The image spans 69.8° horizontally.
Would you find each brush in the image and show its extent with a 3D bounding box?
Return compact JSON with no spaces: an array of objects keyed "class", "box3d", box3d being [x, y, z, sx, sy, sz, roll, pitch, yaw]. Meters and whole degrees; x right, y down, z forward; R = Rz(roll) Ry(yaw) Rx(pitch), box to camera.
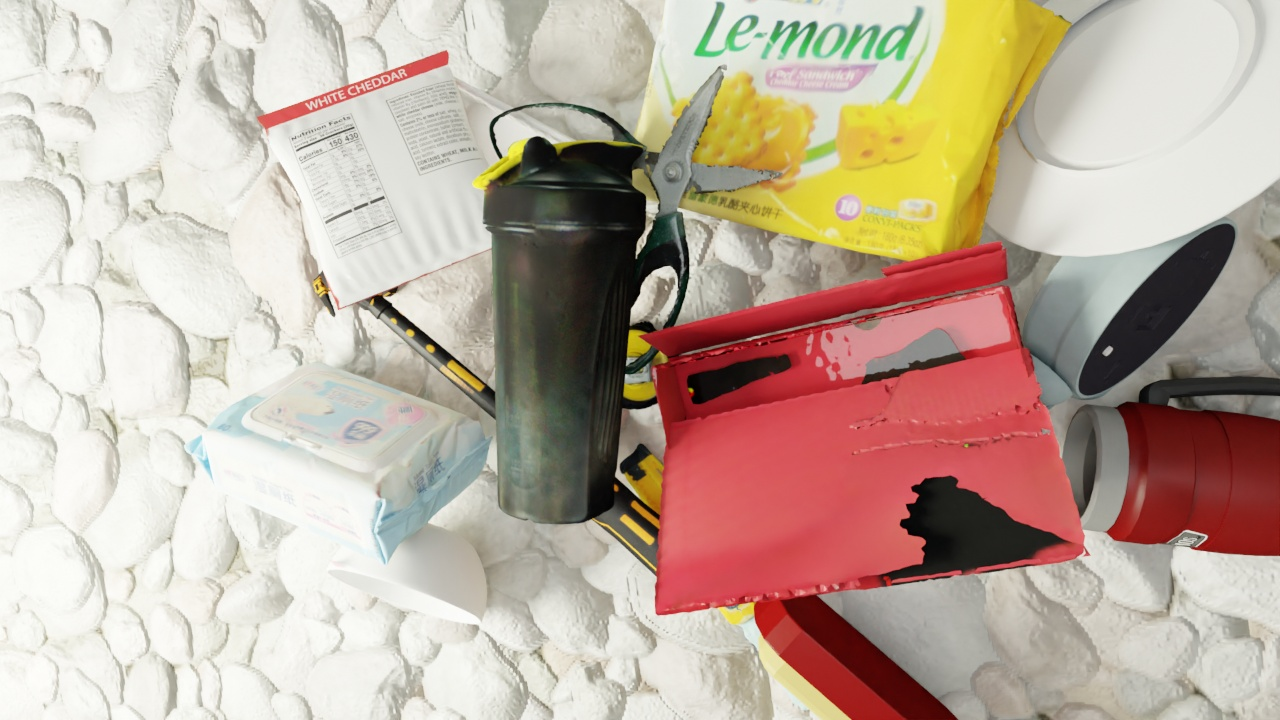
[{"class":"brush","box3d":[0.143,0.218,0.603,0.173,0.082,0.042,40,101,6]}]

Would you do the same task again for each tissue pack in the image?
[{"class":"tissue pack","box3d":[-0.209,0.061,0.636,0.182,0.111,0.070,18,126,20]}]

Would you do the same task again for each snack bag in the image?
[{"class":"snack bag","box3d":[0.111,-0.153,0.565,0.247,0.068,0.159,19,97,24]},{"class":"snack bag","box3d":[-0.159,-0.120,0.588,0.130,0.039,0.144,-24,78,-10]}]

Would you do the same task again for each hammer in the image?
[{"class":"hammer","box3d":[-0.092,0.039,0.630,0.320,0.123,0.036,40,98,1]}]

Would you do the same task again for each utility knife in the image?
[{"class":"utility knife","box3d":[0.058,0.156,0.653,0.031,0.019,0.224,-37,90,22]}]

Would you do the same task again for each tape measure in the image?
[{"class":"tape measure","box3d":[-0.004,0.004,0.641,0.061,0.034,0.062,-7,94,11]}]

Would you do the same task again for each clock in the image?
[{"class":"clock","box3d":[0.275,-0.028,0.536,0.045,0.122,0.160,49,125,34]}]

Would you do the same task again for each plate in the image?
[{"class":"plate","box3d":[0.268,-0.153,0.501,0.015,0.208,0.209,29,104,-35]}]

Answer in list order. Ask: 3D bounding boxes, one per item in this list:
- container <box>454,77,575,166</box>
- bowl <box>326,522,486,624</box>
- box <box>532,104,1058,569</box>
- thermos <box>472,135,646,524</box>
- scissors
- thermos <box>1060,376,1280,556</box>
[{"class":"container","box3d":[-0.099,-0.136,0.641,0.129,0.049,0.081,29,100,8]},{"class":"bowl","box3d":[-0.160,0.146,0.660,0.115,0.115,0.050,13,65,11]},{"class":"box","box3d":[0.059,-0.094,0.455,0.215,0.170,0.479,-12,128,20]},{"class":"thermos","box3d":[-0.048,-0.019,0.545,0.098,0.098,0.221,5,99,12]},{"class":"scissors","box3d":[-0.020,-0.106,0.583,0.204,0.015,0.202,31,111,16]},{"class":"thermos","box3d":[0.365,0.063,0.545,0.199,0.084,0.108,6,78,10]}]
